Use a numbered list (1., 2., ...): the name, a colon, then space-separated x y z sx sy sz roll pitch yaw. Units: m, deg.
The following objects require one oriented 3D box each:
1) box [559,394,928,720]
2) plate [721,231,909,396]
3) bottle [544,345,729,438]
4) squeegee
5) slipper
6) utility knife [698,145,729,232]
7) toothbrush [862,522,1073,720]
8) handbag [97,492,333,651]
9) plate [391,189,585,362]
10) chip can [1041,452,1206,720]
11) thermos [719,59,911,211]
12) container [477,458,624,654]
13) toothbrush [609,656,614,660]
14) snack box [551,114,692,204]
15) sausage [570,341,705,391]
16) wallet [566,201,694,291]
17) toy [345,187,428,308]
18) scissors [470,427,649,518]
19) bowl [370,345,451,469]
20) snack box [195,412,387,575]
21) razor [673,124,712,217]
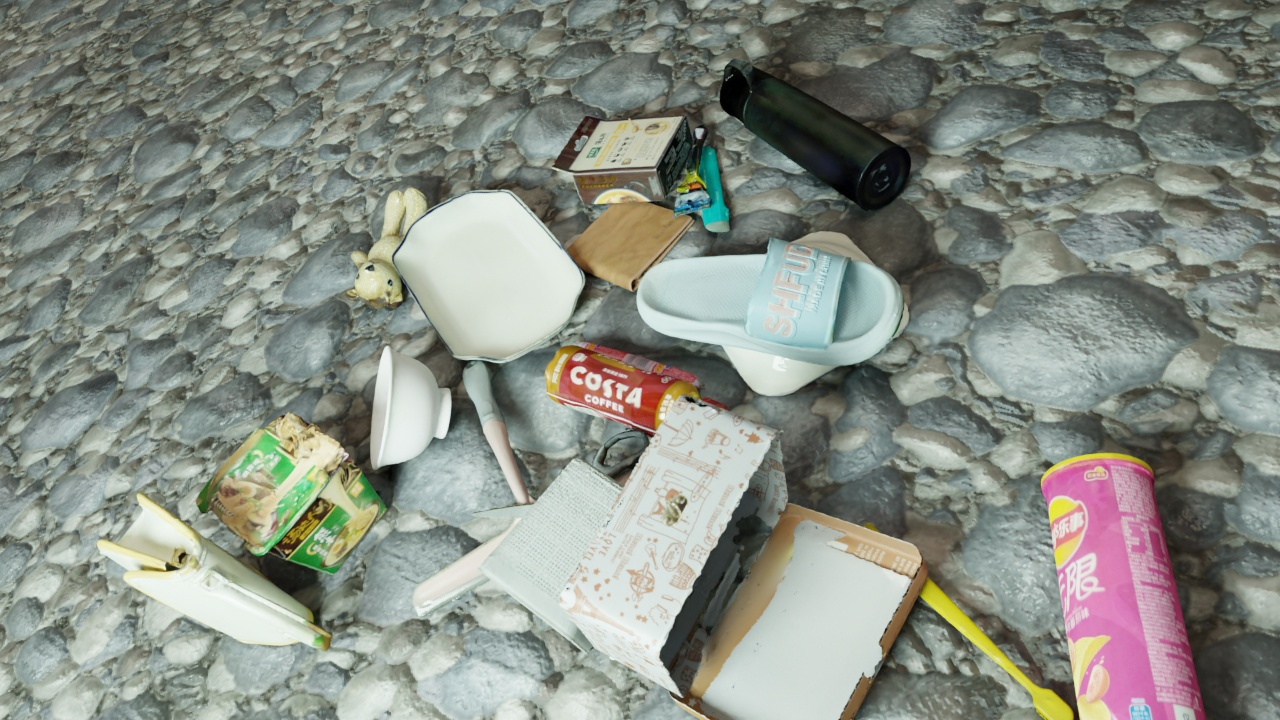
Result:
1. box: 0.080 0.159 0.631 0.193 0.156 0.182 21 65 26
2. plate: 0.145 -0.056 0.849 0.163 0.034 0.164 -28 49 -1
3. bottle: -0.004 0.034 0.821 0.175 0.057 0.057 18 62 32
4. squeegee: -0.131 0.073 0.855 0.247 0.040 0.249 -29 47 -2
5. slipper: 0.105 -0.062 0.796 0.246 0.074 0.103 7 56 28
6. utility knife: 0.077 -0.187 0.996 0.029 0.013 0.156 -12 47 10
7. toothbrush: 0.221 0.181 0.641 0.015 0.016 0.190 -38 48 -8
8. handbag: -0.340 0.194 0.759 0.179 0.163 0.063 17 63 31
9. plate: -0.163 -0.090 0.990 0.162 0.034 0.265 -33 52 -11
10. chip can: 0.305 0.166 0.581 0.071 0.071 0.210 -5 52 18
11. thermos: 0.167 -0.244 0.954 0.068 0.090 0.242 -47 49 4
12. container: -0.048 0.148 0.711 0.090 0.090 0.114 31 73 21
13. toothbrush: 0.022 0.154 0.740 0.016 0.018 0.191 15 60 33
14. snack box: -0.018 -0.230 1.032 0.126 0.053 0.113 2 45 25
15. sausage: -0.005 0.005 0.870 0.156 0.020 0.020 18 61 32
16. wallet: -0.013 -0.129 0.982 0.101 0.020 0.115 24 62 33
17. toy: -0.288 -0.131 1.062 0.105 0.066 0.157 8 63 6
18. scissors: -0.052 0.122 0.777 0.175 0.014 0.159 21 72 17
19. bowl: -0.219 0.048 0.883 0.064 0.119 0.118 6 45 -21
20. snack box: -0.305 0.131 0.835 0.118 0.106 0.117 24 67 36
21. razor: 0.061 -0.215 1.003 0.043 0.022 0.142 -9 48 22
